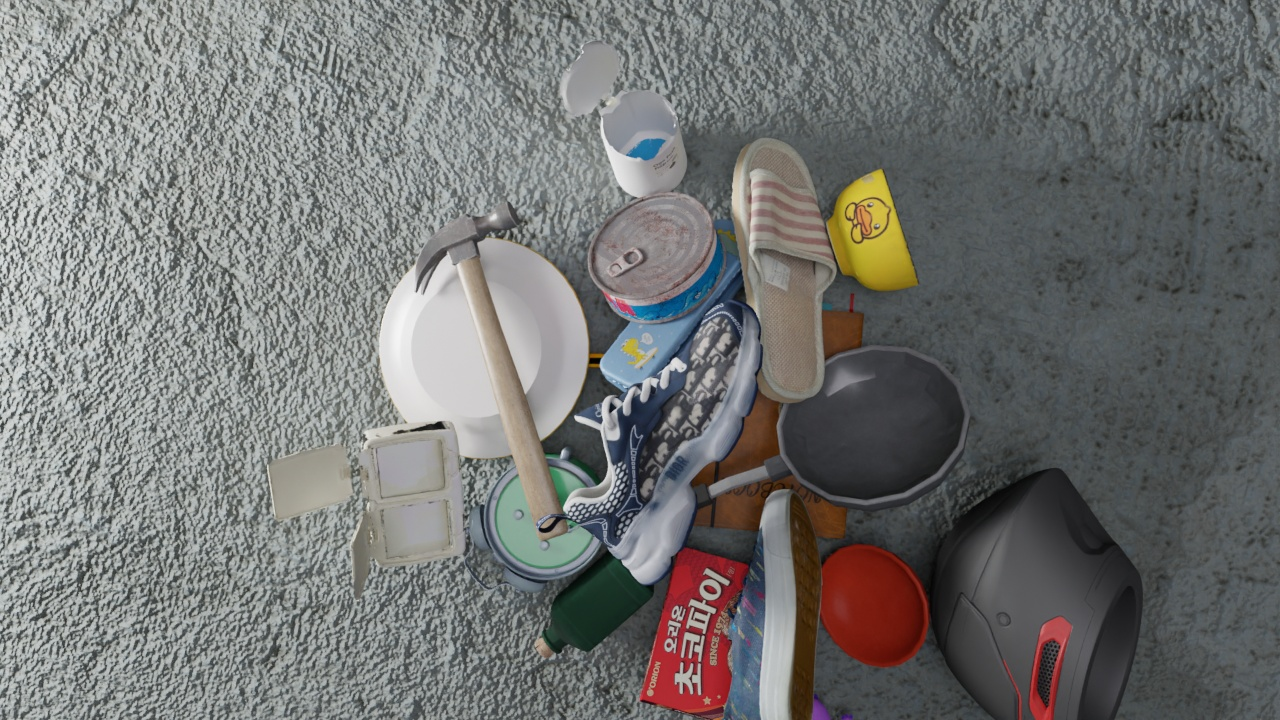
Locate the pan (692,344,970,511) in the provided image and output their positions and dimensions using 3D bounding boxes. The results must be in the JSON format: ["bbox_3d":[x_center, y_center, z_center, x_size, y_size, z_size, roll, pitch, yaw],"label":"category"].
[{"bbox_3d":[0.141,0.102,0.888,0.357,0.041,0.178,-23,46,9],"label":"pan"}]

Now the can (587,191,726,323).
[{"bbox_3d":[0.016,-0.102,0.901,0.130,0.044,0.129,-12,55,17],"label":"can"}]

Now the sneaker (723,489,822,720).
[{"bbox_3d":[0.123,0.241,0.884,0.079,0.087,0.235,-10,59,29],"label":"sneaker"}]

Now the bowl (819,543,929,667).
[{"bbox_3d":[0.237,0.241,0.918,0.122,0.035,0.122,5,97,42],"label":"bowl"}]

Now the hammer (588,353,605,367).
[{"bbox_3d":[-0.006,0.005,0.935,0.321,0.036,0.123,4,91,9],"label":"hammer"}]

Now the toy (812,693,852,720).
[{"bbox_3d":[0.181,0.403,0.934,0.106,0.056,0.088,-41,93,4],"label":"toy"}]

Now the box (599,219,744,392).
[{"bbox_3d":[0.040,-0.057,0.901,0.066,0.049,0.209,34,73,19],"label":"box"}]

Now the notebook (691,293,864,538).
[{"bbox_3d":[0.132,0.052,0.949,0.178,0.014,0.249,5,92,2],"label":"notebook"}]

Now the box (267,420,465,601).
[{"bbox_3d":[-0.249,0.147,0.895,0.185,0.095,0.145,-16,111,-37],"label":"box"}]

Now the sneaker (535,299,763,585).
[{"bbox_3d":[0.011,0.058,0.826,0.132,0.103,0.269,25,93,-6],"label":"sneaker"}]

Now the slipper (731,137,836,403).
[{"bbox_3d":[0.141,-0.092,0.882,0.115,0.052,0.262,5,77,-33],"label":"slipper"}]

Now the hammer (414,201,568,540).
[{"bbox_3d":[-0.133,0.014,0.902,0.119,0.030,0.331,-20,83,10],"label":"hammer"}]

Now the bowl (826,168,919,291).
[{"bbox_3d":[0.222,-0.120,0.895,0.068,0.117,0.117,-18,90,18],"label":"bowl"}]

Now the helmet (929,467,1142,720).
[{"bbox_3d":[0.362,0.229,0.866,0.170,0.163,0.265,17,104,44],"label":"helmet"}]

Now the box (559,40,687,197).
[{"bbox_3d":[-0.013,-0.226,0.881,0.084,0.162,0.112,-43,77,-3],"label":"box"}]

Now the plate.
[{"bbox_3d":[-0.165,-0.012,0.940,0.230,0.021,0.230,0,91,12],"label":"plate"}]

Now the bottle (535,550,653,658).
[{"bbox_3d":[-0.053,0.255,0.939,0.131,0.061,0.061,-42,92,3],"label":"bottle"}]

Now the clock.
[{"bbox_3d":[-0.109,0.170,0.932,0.161,0.075,0.122,-41,89,2],"label":"clock"}]

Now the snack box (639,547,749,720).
[{"bbox_3d":[0.083,0.279,0.915,0.132,0.036,0.151,15,66,2],"label":"snack box"}]
